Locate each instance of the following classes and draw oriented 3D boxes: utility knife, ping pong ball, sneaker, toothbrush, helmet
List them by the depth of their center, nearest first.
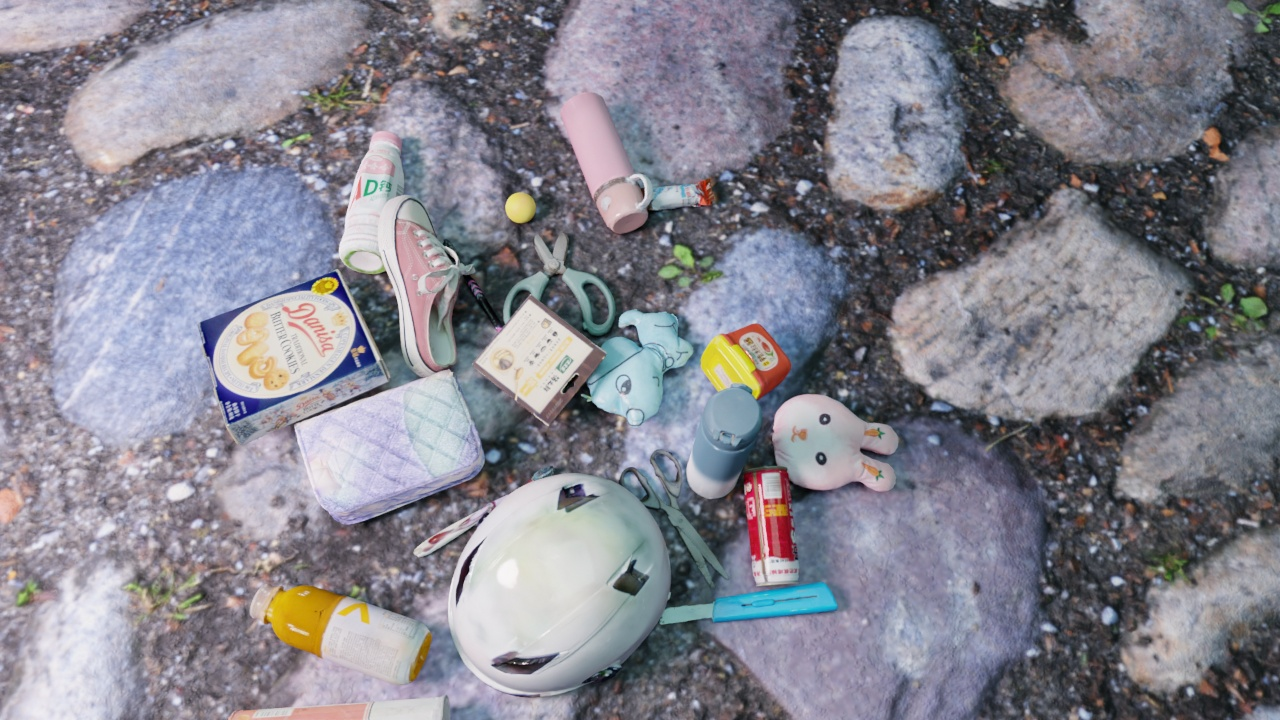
[{"bbox_3d":[-0.087,0.231,0.979,0.258,0.146,0.229,-32,72,-17],"label":"helmet"},{"bbox_3d":[0.122,0.281,1.045,0.204,0.018,0.034,-6,68,-6],"label":"utility knife"},{"bbox_3d":[-0.179,0.174,1.066,0.187,0.017,0.016,-30,71,-17],"label":"toothbrush"},{"bbox_3d":[-0.255,-0.101,1.126,0.088,0.118,0.240,-22,71,28],"label":"sneaker"},{"bbox_3d":[-0.206,-0.083,1.177,0.014,0.018,0.189,-29,73,-18],"label":"toothbrush"},{"bbox_3d":[-0.159,-0.203,1.219,0.040,0.040,0.040,2,66,-4],"label":"ping pong ball"}]

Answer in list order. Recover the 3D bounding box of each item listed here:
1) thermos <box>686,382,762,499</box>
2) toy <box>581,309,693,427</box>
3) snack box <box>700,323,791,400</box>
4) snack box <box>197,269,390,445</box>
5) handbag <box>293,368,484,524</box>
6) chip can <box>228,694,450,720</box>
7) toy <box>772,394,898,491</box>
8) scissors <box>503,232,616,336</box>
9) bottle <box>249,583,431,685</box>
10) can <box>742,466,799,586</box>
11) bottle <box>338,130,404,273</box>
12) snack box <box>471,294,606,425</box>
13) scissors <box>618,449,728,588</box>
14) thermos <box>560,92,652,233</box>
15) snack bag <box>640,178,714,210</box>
[{"bbox_3d":[0.092,0.093,1.014,0.070,0.221,0.070,1,65,-2],"label":"thermos"},{"bbox_3d":[-0.007,0.007,1.137,0.156,0.050,0.161,-19,60,-12],"label":"toy"},{"bbox_3d":[0.132,0.006,1.136,0.080,0.082,0.091,-27,72,-30],"label":"snack box"},{"bbox_3d":[-0.412,-0.010,1.084,0.182,0.046,0.178,-25,52,-14],"label":"snack box"},{"bbox_3d":[-0.286,0.099,1.059,0.193,0.076,0.134,-19,70,-14],"label":"handbag"},{"bbox_3d":[-0.306,0.385,0.935,0.214,0.071,0.071,-2,67,-5],"label":"chip can"},{"bbox_3d":[0.238,0.103,1.115,0.159,0.054,0.121,11,67,-5],"label":"toy"},{"bbox_3d":[-0.093,-0.090,1.189,0.176,0.019,0.174,14,65,3],"label":"scissors"},{"bbox_3d":[-0.320,0.286,0.977,0.189,0.068,0.067,18,66,4],"label":"bottle"},{"bbox_3d":[0.151,0.192,1.059,0.053,0.053,0.132,-3,74,-6],"label":"can"},{"bbox_3d":[-0.345,-0.211,1.195,0.068,0.068,0.196,2,63,-4],"label":"bottle"},{"bbox_3d":[-0.120,0.002,1.114,0.125,0.053,0.113,38,83,9],"label":"snack box"},{"bbox_3d":[0.038,0.189,1.083,0.150,0.014,0.170,6,71,-2],"label":"scissors"},{"bbox_3d":[-0.042,-0.271,1.237,0.067,0.087,0.198,2,58,-44],"label":"thermos"},{"bbox_3d":[0.048,-0.225,1.255,0.104,0.026,0.048,-5,55,-7],"label":"snack bag"}]
